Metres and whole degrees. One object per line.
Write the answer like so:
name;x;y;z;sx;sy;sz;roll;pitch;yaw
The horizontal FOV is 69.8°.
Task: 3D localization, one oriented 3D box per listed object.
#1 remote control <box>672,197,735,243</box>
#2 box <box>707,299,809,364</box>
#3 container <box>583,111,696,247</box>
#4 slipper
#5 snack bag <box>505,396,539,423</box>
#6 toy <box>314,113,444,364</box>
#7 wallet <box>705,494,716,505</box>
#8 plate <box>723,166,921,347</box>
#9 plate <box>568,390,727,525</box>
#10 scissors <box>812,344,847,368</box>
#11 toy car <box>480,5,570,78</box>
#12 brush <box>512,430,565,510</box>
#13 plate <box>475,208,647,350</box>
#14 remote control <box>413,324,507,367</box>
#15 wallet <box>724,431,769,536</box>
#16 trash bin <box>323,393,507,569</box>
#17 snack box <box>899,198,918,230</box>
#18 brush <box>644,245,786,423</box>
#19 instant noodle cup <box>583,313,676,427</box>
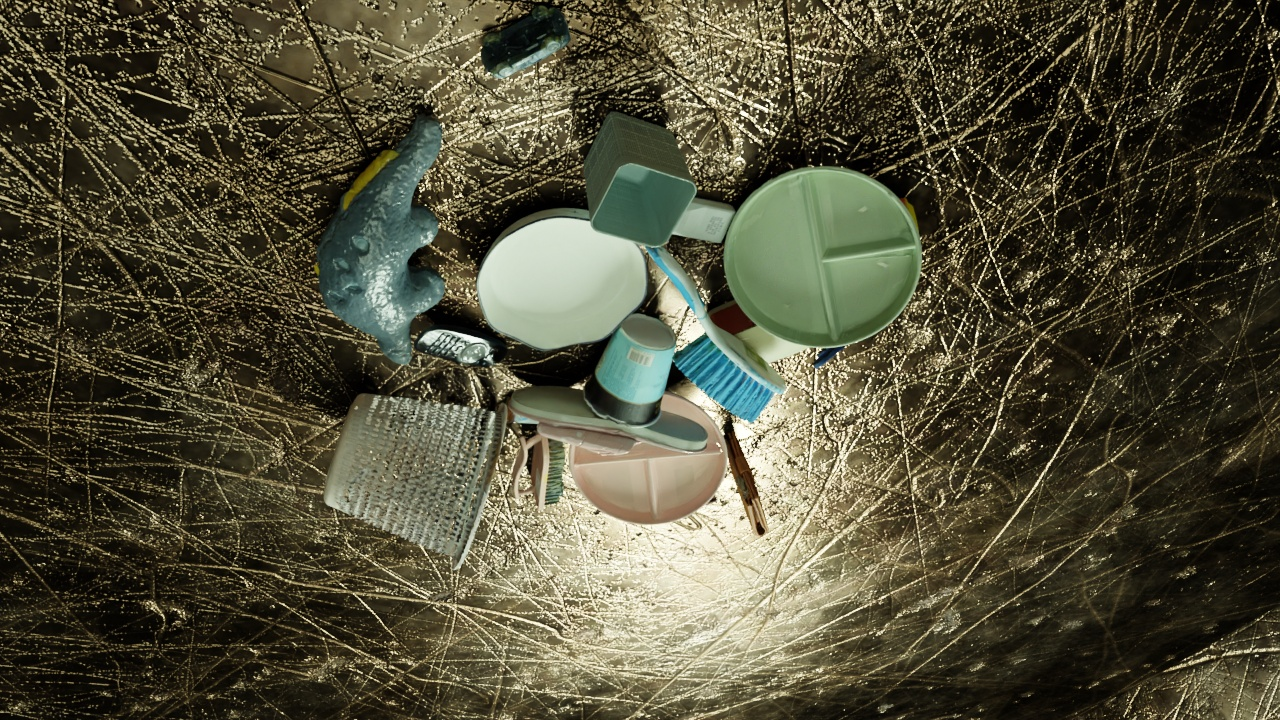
remote control;0.046;-0.169;1.073;0.124;0.024;0.049;7;131;-21
box;0.183;-0.044;1.198;0.168;0.076;0.091;-22;136;11
container;-0.007;-0.195;0.969;0.089;0.111;0.090;12;132;-25
slipper;-0.044;0.090;1.236;0.274;0.114;0.054;12;109;-8
snack bag;-0.140;0.075;1.284;0.104;0.026;0.048;7;126;-20
toy;-0.290;-0.107;1.022;0.137;0.091;0.357;-22;146;-33
wallet;0.059;0.222;1.441;0.124;0.032;0.101;-17;178;3
plate;0.214;-0.121;1.088;0.230;0.027;0.230;7;120;11
plate;0.011;0.139;1.333;0.229;0.028;0.230;1;117;2
scissors;0.285;-0.039;1.225;0.175;0.012;0.163;-39;176;-24
toy car;-0.110;-0.304;0.883;0.091;0.043;0.034;-26;169;7
brush;-0.148;0.154;1.332;0.073;0.063;0.146;-5;139;-15
plate;-0.094;-0.099;1.098;0.205;0.045;0.205;-7;137;-7
remote control;-0.226;-0.021;1.152;0.053;0.024;0.136;-44;146;23
wallet;0.159;0.187;1.396;0.031;0.131;0.108;-19;136;1
trash bin;-0.297;0.139;1.197;0.192;0.227;0.228;17;130;-12
snack box;0.290;-0.146;1.121;0.080;0.081;0.091;0;136;6
brush;0.077;-0.031;1.124;0.110;0.060;0.314;-37;126;25
instant noodle cup;-0.007;0.007;1.196;0.111;0.111;0.121;7;125;-20
